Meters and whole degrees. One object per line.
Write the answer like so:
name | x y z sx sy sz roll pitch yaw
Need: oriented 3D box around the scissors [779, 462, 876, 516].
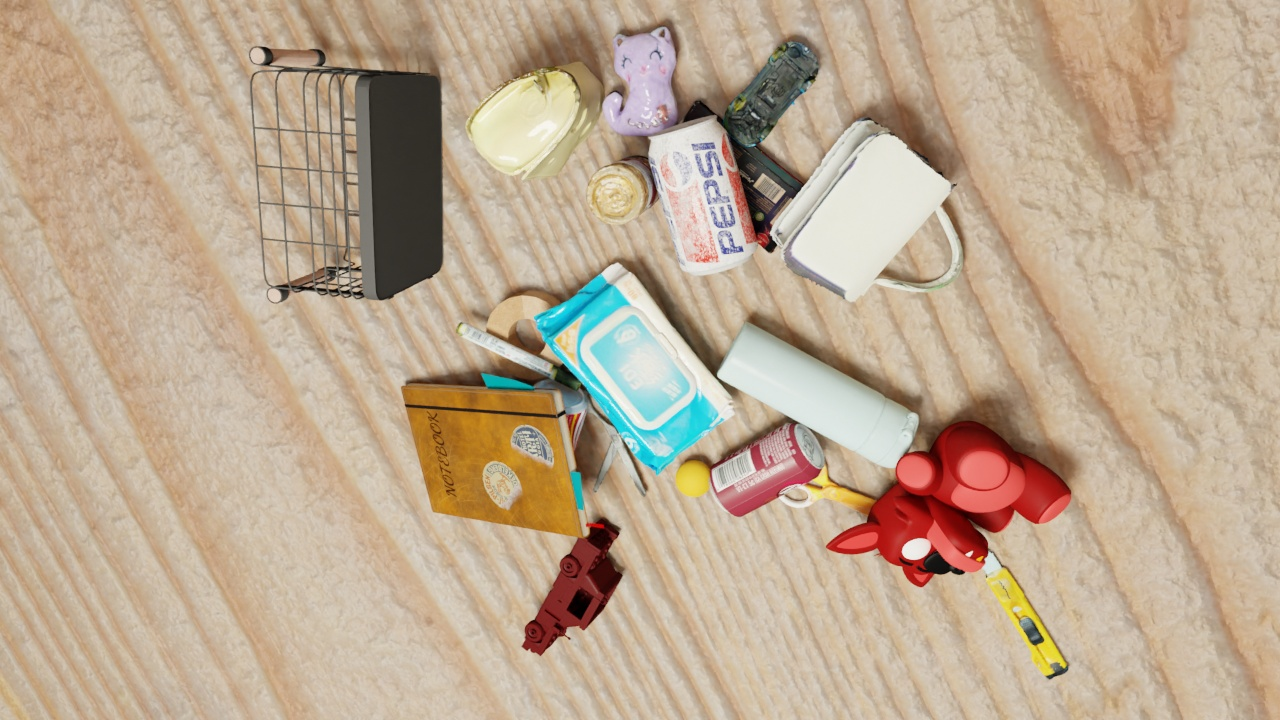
scissors | 0.206 0.148 0.989 0.131 0.012 0.074 29 112 3

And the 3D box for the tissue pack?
tissue pack | -0.006 0.006 0.946 0.117 0.066 0.209 -39 94 -6

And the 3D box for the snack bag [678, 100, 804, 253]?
snack bag | 0.093 -0.180 0.905 0.155 0.018 0.075 39 112 -1

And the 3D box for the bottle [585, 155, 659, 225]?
bottle | -0.013 -0.166 0.886 0.056 0.105 0.056 4 108 11

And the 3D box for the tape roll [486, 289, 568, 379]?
tape roll | -0.119 -0.028 0.994 0.094 0.027 0.094 4 108 11

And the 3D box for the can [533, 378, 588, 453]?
can | -0.098 0.077 0.998 0.064 0.064 0.105 21 119 5

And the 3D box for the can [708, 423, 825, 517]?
can | 0.131 0.115 0.960 0.114 0.063 0.063 -33 98 27

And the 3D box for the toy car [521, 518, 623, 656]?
toy car | -0.072 0.269 1.055 0.062 0.070 0.170 33 111 13

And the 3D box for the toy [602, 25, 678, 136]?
toy | -0.001 -0.267 0.889 0.080 0.036 0.100 -3 108 17

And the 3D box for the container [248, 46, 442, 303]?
container | -0.289 -0.180 0.909 0.130 0.162 0.241 7 108 10

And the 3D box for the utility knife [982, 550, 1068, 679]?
utility knife | 0.407 0.273 0.987 0.030 0.017 0.175 -33 95 10

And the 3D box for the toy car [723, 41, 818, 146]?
toy car | 0.124 -0.251 0.869 0.048 0.032 0.105 40 102 -1

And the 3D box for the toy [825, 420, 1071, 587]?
toy | 0.305 0.153 0.916 0.158 0.120 0.198 24 118 -31

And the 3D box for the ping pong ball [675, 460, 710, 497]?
ping pong ball | 0.058 0.129 0.999 0.040 0.040 0.040 3 108 11

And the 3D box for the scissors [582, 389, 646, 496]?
scissors | -0.017 0.075 1.013 0.141 0.014 0.172 45 109 -1

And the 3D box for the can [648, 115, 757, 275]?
can | 0.058 -0.156 0.871 0.078 0.078 0.136 -13 108 15

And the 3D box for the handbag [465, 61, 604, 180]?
handbag | -0.093 -0.232 0.875 0.111 0.119 0.081 -40 94 20

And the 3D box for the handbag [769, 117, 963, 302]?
handbag | 0.232 -0.126 0.877 0.176 0.074 0.151 29 113 -19

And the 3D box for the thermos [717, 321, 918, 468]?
thermos | 0.182 0.038 0.931 0.207 0.065 0.078 29 148 2

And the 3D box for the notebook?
notebook | -0.158 0.098 0.996 0.250 0.014 0.178 1 109 36

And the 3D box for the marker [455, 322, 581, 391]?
marker | -0.129 -0.005 0.978 0.146 0.017 0.017 26 110 3
